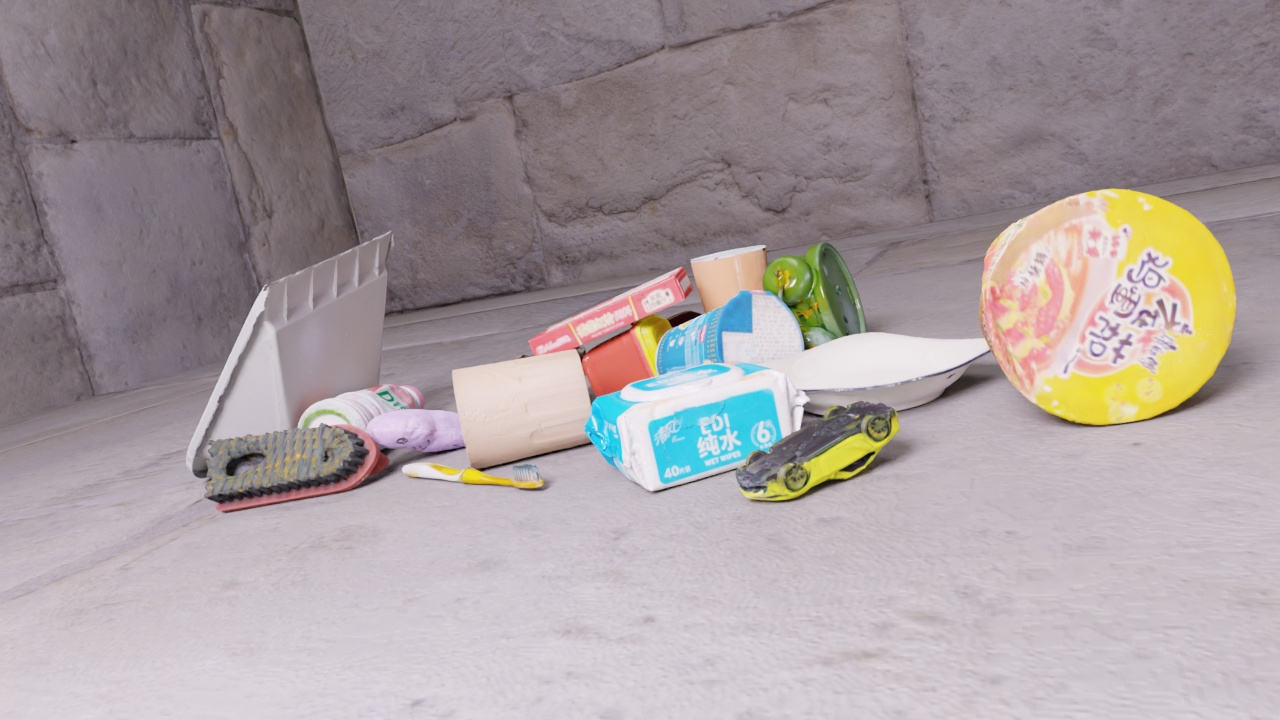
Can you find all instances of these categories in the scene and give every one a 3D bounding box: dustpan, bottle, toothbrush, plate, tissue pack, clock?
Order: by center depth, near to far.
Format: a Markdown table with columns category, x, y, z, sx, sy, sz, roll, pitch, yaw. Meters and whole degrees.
| category | x | y | z | sx | sy | sz | roll | pitch | yaw |
| --- | --- | --- | --- | --- | --- | --- | --- | --- | --- |
| tissue pack | 0.037 | 0.040 | 0.636 | 0.140 | 0.063 | 0.090 | -14 | 9 | -16 |
| toothbrush | -0.136 | 0.086 | 0.715 | 0.016 | 0.018 | 0.192 | -17 | 10 | -43 |
| plate | 0.177 | 0.012 | 0.715 | 0.163 | 0.034 | 0.164 | -16 | 13 | -32 |
| clock | 0.166 | -0.049 | 0.881 | 0.056 | 0.116 | 0.160 | -20 | 1 | 28 |
| bottle | -0.270 | 0.059 | 0.925 | 0.068 | 0.068 | 0.196 | -10 | 5 | 8 |
| dustpan | -0.366 | 0.006 | 0.928 | 0.143 | 0.258 | 0.222 | 11 | 23 | 12 |

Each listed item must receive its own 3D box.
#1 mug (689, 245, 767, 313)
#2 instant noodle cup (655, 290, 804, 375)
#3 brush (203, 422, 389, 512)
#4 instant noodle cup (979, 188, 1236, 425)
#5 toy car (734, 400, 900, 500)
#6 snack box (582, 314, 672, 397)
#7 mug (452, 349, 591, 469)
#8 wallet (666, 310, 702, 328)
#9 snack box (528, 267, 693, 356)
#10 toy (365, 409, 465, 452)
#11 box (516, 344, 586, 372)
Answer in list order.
| category | x | y | z | sx | sy | sz | roll | pitch | yaw |
| --- | --- | --- | --- | --- | --- | --- | --- | --- | --- |
| mug | 0.099 | -0.050 | 0.937 | 0.078 | 0.123 | 0.078 | -10 | 9 | 1 |
| instant noodle cup | 0.072 | -0.005 | 0.810 | 0.099 | 0.099 | 0.110 | -17 | 2 | -34 |
| brush | -0.291 | 0.089 | 0.784 | 0.146 | 0.063 | 0.069 | -10 | -20 | 8 |
| instant noodle cup | 0.283 | -0.034 | 0.587 | 0.138 | 0.138 | 0.109 | -10 | 1 | 11 |
| toy car | 0.106 | 0.057 | 0.546 | 0.105 | 0.032 | 0.048 | -26 | 13 | -16 |
| snack box | -0.005 | 0.005 | 0.891 | 0.080 | 0.082 | 0.091 | -23 | 4 | 18 |
| mug | -0.097 | 0.046 | 0.774 | 0.103 | 0.084 | 0.125 | -11 | -18 | -8 |
| wallet | 0.070 | -0.027 | 1.078 | 0.096 | 0.020 | 0.122 | -23 | 30 | -35 |
| snack box | -0.027 | -0.043 | 0.870 | 0.153 | 0.025 | 0.075 | -23 | 8 | 14 |
| toy | -0.199 | 0.064 | 0.834 | 0.084 | 0.039 | 0.107 | -6 | -8 | 41 |
| box | -0.085 | 0.018 | 0.911 | 0.088 | 0.076 | 0.162 | -33 | 4 | 7 |
